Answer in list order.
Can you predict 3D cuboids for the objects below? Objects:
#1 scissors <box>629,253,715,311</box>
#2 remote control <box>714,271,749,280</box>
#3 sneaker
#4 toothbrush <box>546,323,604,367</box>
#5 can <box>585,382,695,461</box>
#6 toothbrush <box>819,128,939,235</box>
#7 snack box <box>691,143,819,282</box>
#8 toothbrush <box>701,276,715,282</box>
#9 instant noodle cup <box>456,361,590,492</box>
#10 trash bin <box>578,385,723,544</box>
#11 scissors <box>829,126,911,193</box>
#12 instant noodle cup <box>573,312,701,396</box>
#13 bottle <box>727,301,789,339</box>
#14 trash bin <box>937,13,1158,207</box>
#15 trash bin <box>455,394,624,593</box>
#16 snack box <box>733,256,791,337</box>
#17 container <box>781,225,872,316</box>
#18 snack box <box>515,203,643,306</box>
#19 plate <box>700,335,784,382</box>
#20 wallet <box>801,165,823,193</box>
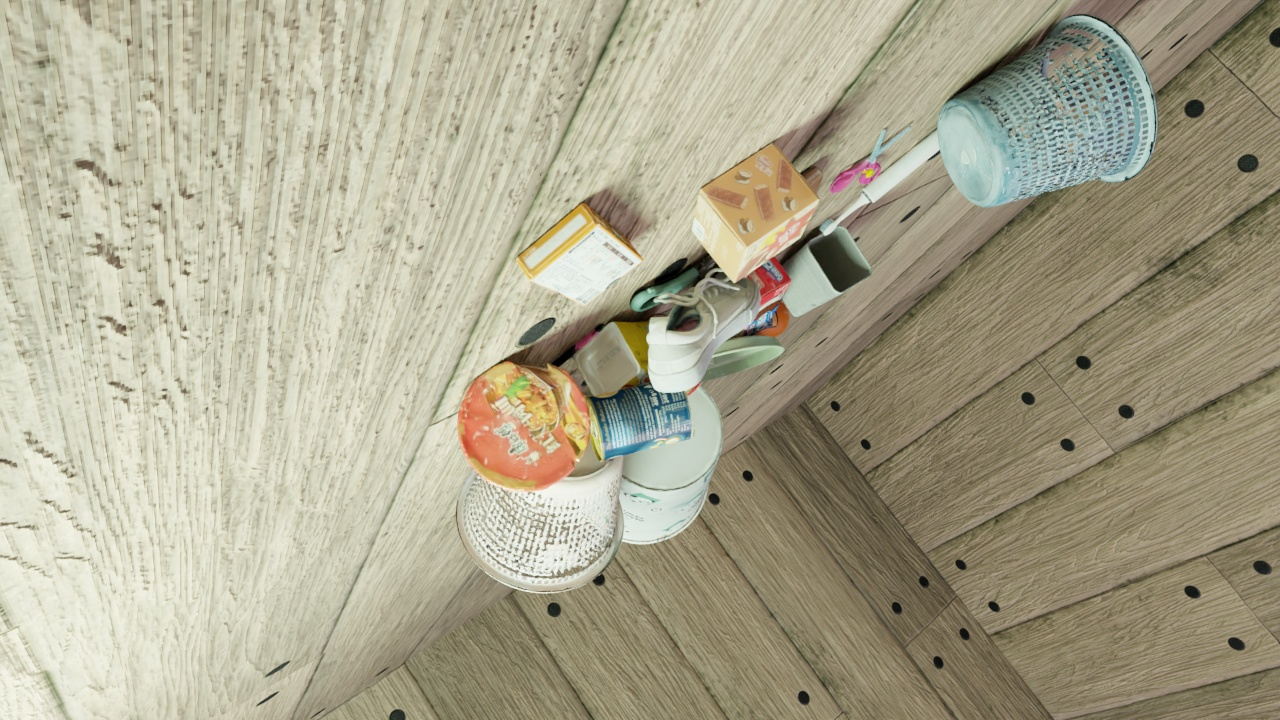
[{"bbox_3d":[0.061,-0.114,1.055,0.169,0.019,0.175,-33,169,-20],"label":"scissors"},{"bbox_3d":[0.115,-0.106,1.225,0.058,0.021,0.150,-29,166,-30],"label":"remote control"},{"bbox_3d":[0.070,-0.060,1.080,0.090,0.091,0.241,0,-151,30],"label":"sneaker"},{"bbox_3d":[-0.116,0.017,1.069,0.189,0.014,0.018,-40,138,6],"label":"toothbrush"},{"bbox_3d":[-0.002,0.066,1.048,0.111,0.075,0.075,-13,162,-12],"label":"can"},{"bbox_3d":[0.347,-0.253,1.306,0.221,0.026,0.026,-39,141,12],"label":"toothbrush"},{"bbox_3d":[0.115,-0.148,0.934,0.094,0.077,0.093,-35,167,-11],"label":"snack box"},{"bbox_3d":[0.067,-0.062,1.248,0.027,0.026,0.213,-11,159,-16],"label":"toothbrush"},{"bbox_3d":[-0.126,0.077,0.996,0.137,0.138,0.109,-34,176,-11],"label":"instant noodle cup"},{"bbox_3d":[0.014,0.144,1.403,0.229,0.229,0.252,-33,166,-18],"label":"trash bin"},{"bbox_3d":[0.293,-0.255,1.180,0.136,0.017,0.133,-33,163,-10],"label":"scissors"},{"bbox_3d":[-0.007,0.007,1.124,0.116,0.116,0.123,-40,155,25],"label":"instant noodle cup"},{"bbox_3d":[0.174,-0.058,1.486,0.149,0.066,0.067,-18,159,-37],"label":"bottle"},{"bbox_3d":[0.509,-0.304,1.194,0.195,0.226,0.227,-23,167,-3],"label":"trash bin"},{"bbox_3d":[-0.112,0.150,1.166,0.226,0.227,0.193,-28,152,-35],"label":"trash bin"},{"bbox_3d":[0.165,-0.089,1.341,0.057,0.058,0.208,-31,168,-11],"label":"snack box"},{"bbox_3d":[0.266,-0.130,1.379,0.090,0.090,0.115,-29,175,-32],"label":"container"},{"bbox_3d":[-0.050,-0.090,0.819,0.075,0.026,0.153,-38,167,8],"label":"snack box"},{"bbox_3d":[0.112,0.003,1.442,0.230,0.027,0.230,-13,170,-2],"label":"plate"},{"bbox_3d":[0.167,-0.173,1.104,0.101,0.032,0.125,-37,169,-11],"label":"wallet"}]
